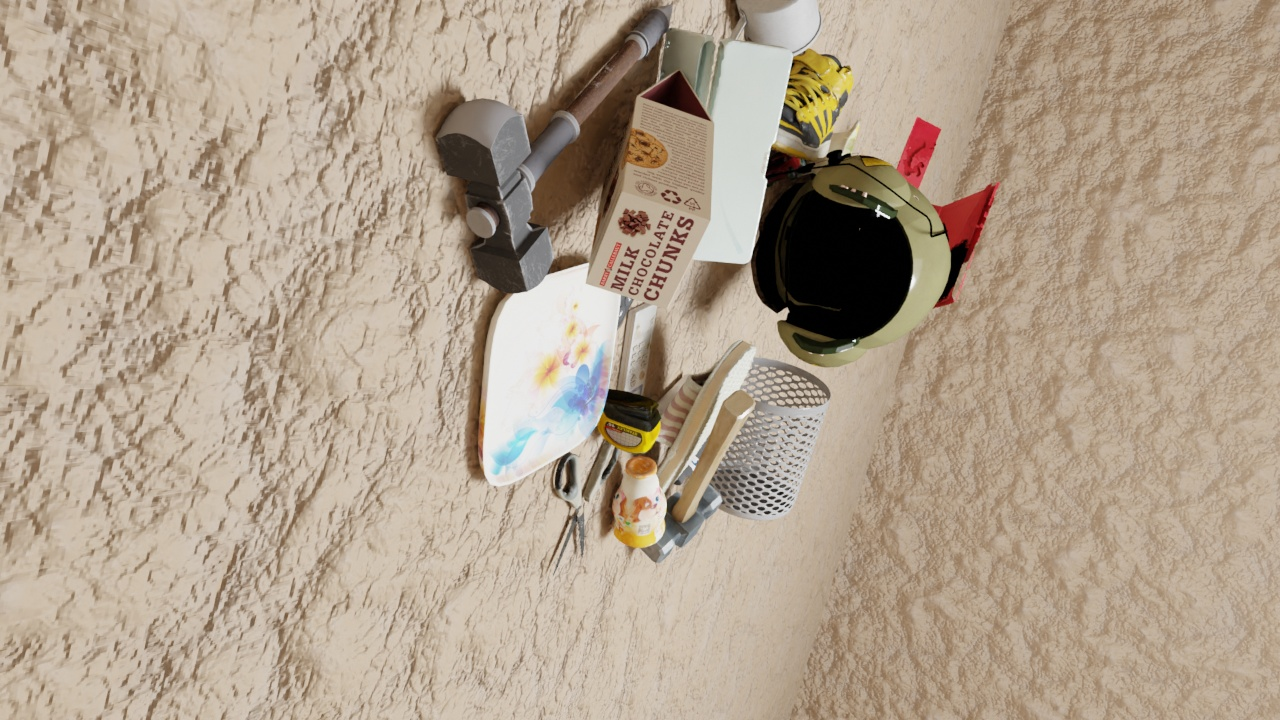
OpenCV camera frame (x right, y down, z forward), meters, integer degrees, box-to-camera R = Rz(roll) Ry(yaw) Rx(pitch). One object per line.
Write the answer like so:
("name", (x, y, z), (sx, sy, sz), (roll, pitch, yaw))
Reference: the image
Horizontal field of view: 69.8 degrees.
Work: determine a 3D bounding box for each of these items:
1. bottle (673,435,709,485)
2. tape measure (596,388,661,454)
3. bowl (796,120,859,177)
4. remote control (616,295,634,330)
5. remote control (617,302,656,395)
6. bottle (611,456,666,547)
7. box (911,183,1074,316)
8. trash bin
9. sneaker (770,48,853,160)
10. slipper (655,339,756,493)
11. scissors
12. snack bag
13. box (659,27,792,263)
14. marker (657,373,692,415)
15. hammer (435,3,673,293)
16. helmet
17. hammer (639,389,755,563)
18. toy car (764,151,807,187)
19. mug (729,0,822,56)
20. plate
("bottle", (0.069, 0.115, 1.200), (0.112, 0.047, 0.047), (-56, 153, -31))
("tape measure", (-0.011, 0.064, 0.954), (0.037, 0.066, 0.064), (-52, 146, -47))
("bowl", (0.244, -0.240, 1.293), (0.188, 0.060, 0.219), (39, 71, -77))
("remote control", (-0.025, -0.053, 0.908), (0.146, 0.008, 0.045), (-62, 156, -22))
("remote control", (-0.006, 0.006, 0.992), (0.050, 0.011, 0.136), (-31, 134, -58))
("bottle", (-0.001, 0.162, 1.053), (0.063, 0.063, 0.109), (-44, 146, -49))
("box", (0.436, -0.173, 1.402), (0.211, 0.379, 0.124), (-64, 145, -16))
("trash bin", (0.166, 0.111, 1.285), (0.156, 0.156, 0.183), (-31, 137, -57))
("sneaker", (0.194, -0.313, 1.109), (0.238, 0.086, 0.122), (-29, 139, -64))
("slipper", (0.053, 0.071, 1.060), (0.114, 0.052, 0.264), (-40, 162, -45))
("scissors", (-0.060, 0.142, 0.970), (0.157, 0.012, 0.171), (-54, 152, -34))
("snack bag", (0.012, -0.154, 0.770), (0.205, 0.070, 0.095), (-84, -165, -45))
("box", (0.062, -0.195, 0.845), (0.077, 0.122, 0.198), (-14, 123, -45))
("marker", (0.032, 0.056, 1.101), (0.132, 0.023, 0.027), (-42, 132, -50))
("hammer", (-0.041, -0.205, 0.723), (0.321, 0.043, 0.156), (-58, 154, -35))
("helmet", (0.235, -0.124, 1.101), (0.232, 0.256, 0.251), (-22, 128, -57))
("hammer", (0.073, 0.133, 1.072), (0.117, 0.051, 0.324), (-37, 161, -30))
("toy car", (0.188, -0.254, 1.202), (0.036, 0.042, 0.091), (64, 34, -19))
("mug", (0.132, -0.361, 0.959), (0.113, 0.084, 0.070), (-37, 150, 0))
("plate", (-0.080, 0.007, 0.805), (0.186, 0.016, 0.187), (-26, 130, -55))
